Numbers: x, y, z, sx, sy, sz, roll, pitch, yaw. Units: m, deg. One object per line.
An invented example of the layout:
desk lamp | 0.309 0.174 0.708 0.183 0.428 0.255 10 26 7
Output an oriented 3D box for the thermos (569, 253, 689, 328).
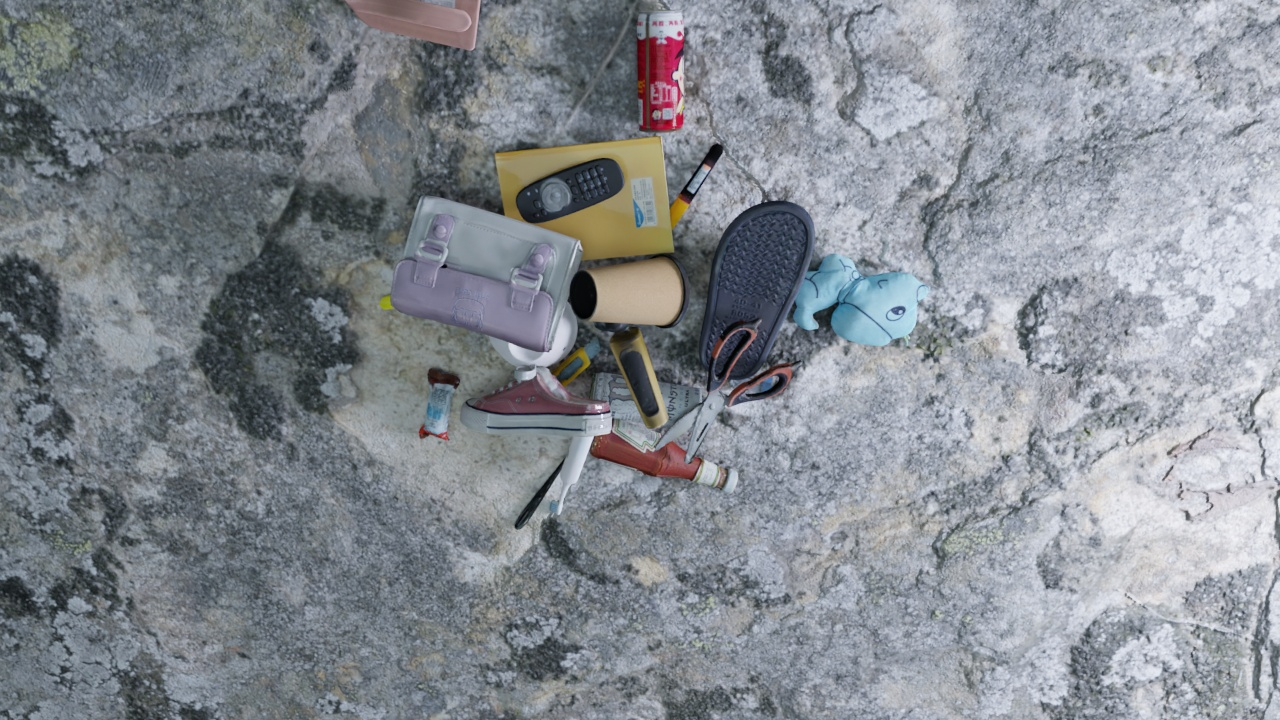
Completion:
thermos | -0.011 -0.082 1.108 0.143 0.093 0.093 -6 117 -35

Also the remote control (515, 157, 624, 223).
remote control | -0.084 -0.205 1.104 0.136 0.024 0.053 -18 110 13

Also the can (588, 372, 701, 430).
can | 0.005 0.054 1.212 0.146 0.058 0.058 10 112 -4

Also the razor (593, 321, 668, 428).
razor | -0.007 0.007 1.164 0.062 0.067 0.167 -21 82 5

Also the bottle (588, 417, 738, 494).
bottle | 0.033 0.134 1.246 0.206 0.059 0.060 20 111 -8

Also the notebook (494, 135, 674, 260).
notebook | -0.068 -0.193 1.127 0.206 0.010 0.146 -5 112 8

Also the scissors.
scissors | 0.108 0.041 1.168 0.224 0.015 0.189 -17 123 -3

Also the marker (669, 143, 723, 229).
marker | 0.063 -0.212 1.126 0.018 0.015 0.124 32 108 -7

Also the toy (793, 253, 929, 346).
toy | 0.279 -0.072 1.164 0.162 0.049 0.156 -33 106 18

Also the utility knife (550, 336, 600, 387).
utility knife | -0.118 0.029 1.225 0.178 0.015 0.033 -41 106 16

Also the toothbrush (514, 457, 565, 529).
toothbrush | -0.128 0.174 1.286 0.015 0.018 0.181 31 111 -15

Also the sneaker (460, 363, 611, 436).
sneaker | -0.134 0.048 1.154 0.242 0.118 0.088 -1 92 40

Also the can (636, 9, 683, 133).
can | 0.023 -0.332 1.055 0.053 0.053 0.133 -1 112 1

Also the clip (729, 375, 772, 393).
clip | 0.147 0.030 1.223 0.058 0.044 0.027 16 118 4

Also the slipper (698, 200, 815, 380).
slipper | 0.136 -0.095 1.147 0.110 0.083 0.269 14 130 -1

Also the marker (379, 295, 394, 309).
marker | -0.275 -0.085 1.182 0.124 0.015 0.018 -11 113 2

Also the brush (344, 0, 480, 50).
brush | -0.254 -0.392 1.023 0.145 0.073 0.063 11 113 -2

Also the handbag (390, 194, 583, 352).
handbag | -0.184 -0.102 1.099 0.197 0.098 0.145 16 91 2

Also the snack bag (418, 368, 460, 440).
snack bag | -0.272 0.064 1.235 0.045 0.026 0.105 16 111 4

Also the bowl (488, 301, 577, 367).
bowl | -0.141 -0.033 1.174 0.118 0.064 0.118 0 112 0

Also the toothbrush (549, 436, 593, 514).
toothbrush | -0.090 0.139 1.237 0.026 0.026 0.222 26 130 5
